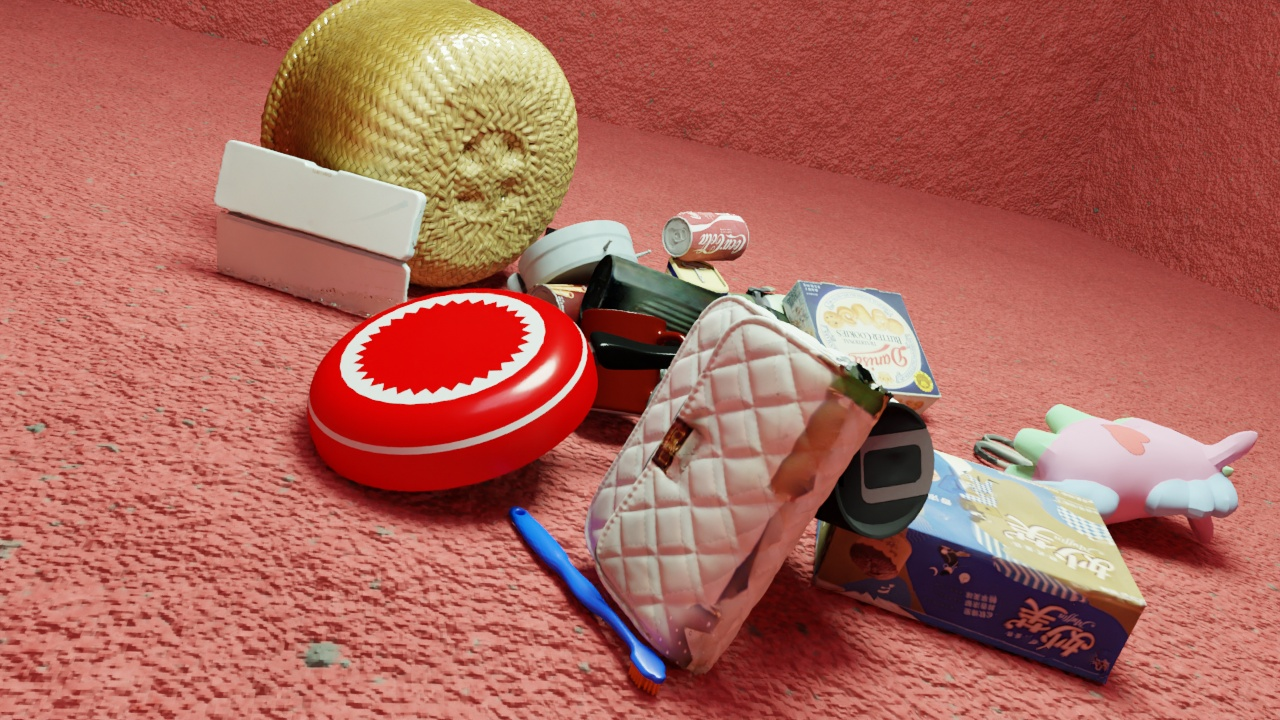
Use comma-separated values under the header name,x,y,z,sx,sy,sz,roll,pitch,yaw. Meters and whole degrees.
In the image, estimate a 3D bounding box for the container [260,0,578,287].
name,x,y,z,sx,sy,sz,roll,pitch,yaw
container,-0.222,-0.229,0.987,0.306,0.308,0.196,-8,34,-46

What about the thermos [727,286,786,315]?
name,x,y,z,sx,sy,sz,roll,pitch,yaw
thermos,0.188,-0.039,1.070,0.231,0.082,0.082,5,23,-24

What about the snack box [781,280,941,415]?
name,x,y,z,sx,sy,sz,roll,pitch,yaw
snack box,0.240,-0.014,1.002,0.144,0.043,0.144,4,55,-25

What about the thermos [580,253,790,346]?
name,x,y,z,sx,sy,sz,roll,pitch,yaw
thermos,0.055,-0.033,0.897,0.220,0.098,0.098,21,18,-19

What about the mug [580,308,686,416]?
name,x,y,z,sx,sy,sz,roll,pitch,yaw
mug,-0.005,0.005,0.777,0.106,0.082,0.073,5,-6,28

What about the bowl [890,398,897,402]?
name,x,y,z,sx,sy,sz,roll,pitch,yaw
bowl,0.204,0.064,0.844,0.118,0.062,0.118,13,20,-5

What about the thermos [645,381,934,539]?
name,x,y,z,sx,sy,sz,roll,pitch,yaw
thermos,0.093,0.056,0.644,0.082,0.082,0.241,4,2,-27

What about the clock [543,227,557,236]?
name,x,y,z,sx,sy,sz,roll,pitch,yaw
clock,-0.064,-0.112,1.109,0.115,0.065,0.154,18,5,11

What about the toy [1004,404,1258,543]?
name,x,y,z,sx,sy,sz,roll,pitch,yaw
toy,0.443,0.108,0.840,0.171,0.120,0.221,27,31,37

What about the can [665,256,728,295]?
name,x,y,z,sx,sy,sz,roll,pitch,yaw
can,0.051,-0.054,1.001,0.056,0.092,0.116,10,21,-12

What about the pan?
name,x,y,z,sx,sy,sz,roll,pitch,yaw
pan,-0.066,-0.001,0.682,0.356,0.067,0.208,-13,34,-10

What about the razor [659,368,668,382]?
name,x,y,z,sx,sy,sz,roll,pitch,yaw
razor,-0.042,-0.008,0.846,0.151,0.067,0.053,22,22,-1

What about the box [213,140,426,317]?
name,x,y,z,sx,sy,sz,roll,pitch,yaw
box,-0.306,-0.119,0.862,0.197,0.135,0.040,17,13,7

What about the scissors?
name,x,y,z,sx,sy,sz,roll,pitch,yaw
scissors,0.409,0.121,0.914,0.121,0.013,0.171,2,28,-31

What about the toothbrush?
name,x,y,z,sx,sy,sz,roll,pitch,yaw
toothbrush,-0.038,0.138,0.557,0.016,0.018,0.182,-6,25,-34

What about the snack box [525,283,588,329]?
name,x,y,z,sx,sy,sz,roll,pitch,yaw
snack box,-0.053,-0.045,0.936,0.121,0.072,0.072,-4,28,-40

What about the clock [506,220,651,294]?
name,x,y,z,sx,sy,sz,roll,pitch,yaw
clock,-0.074,-0.091,0.969,0.122,0.160,0.045,6,59,-56

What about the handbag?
name,x,y,z,sx,sy,sz,roll,pitch,yaw
handbag,0.045,0.065,0.537,0.072,0.195,0.139,22,12,-37

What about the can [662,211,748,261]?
name,x,y,z,sx,sy,sz,roll,pitch,yaw
can,0.073,-0.137,1.016,0.096,0.054,0.054,-7,30,-45

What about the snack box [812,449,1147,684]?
name,x,y,z,sx,sy,sz,roll,pitch,yaw
snack box,0.237,0.132,0.677,0.203,0.069,0.154,18,22,7
